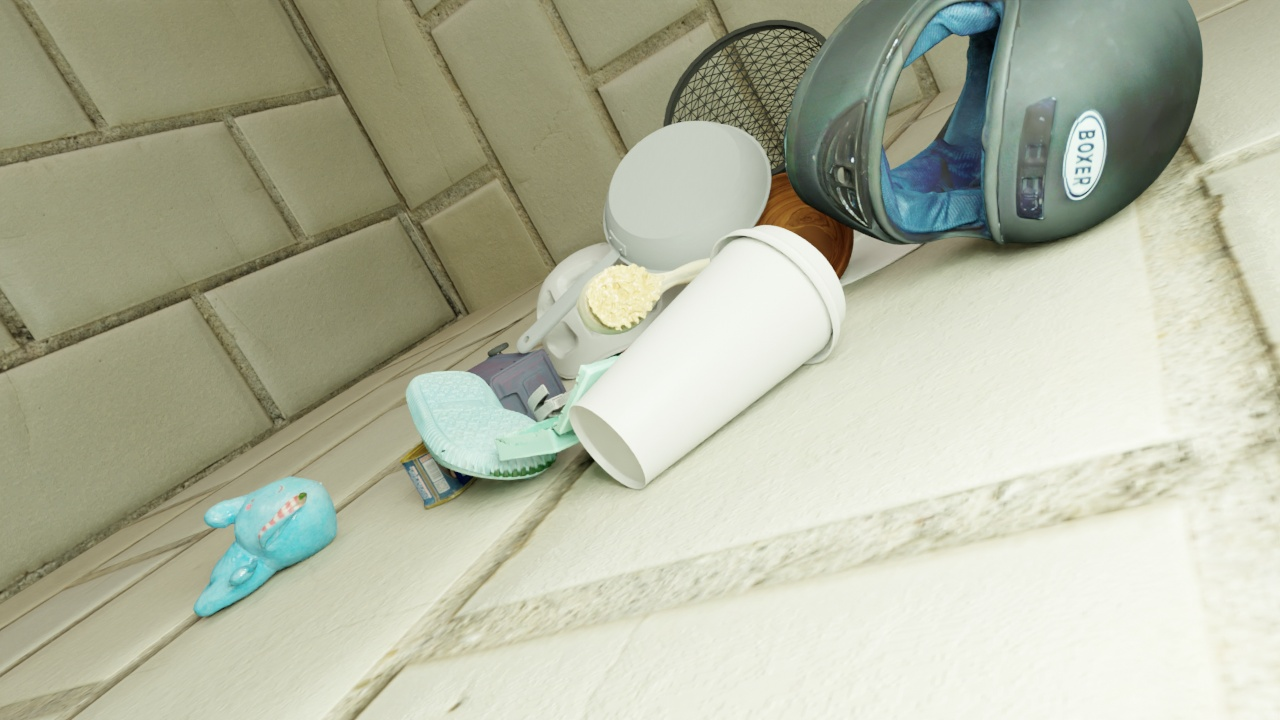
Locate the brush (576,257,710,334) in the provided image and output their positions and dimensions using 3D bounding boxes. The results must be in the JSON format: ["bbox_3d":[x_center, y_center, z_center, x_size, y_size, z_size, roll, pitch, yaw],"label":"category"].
[{"bbox_3d":[0.047,-0.083,0.889,0.077,0.062,0.271,-7,12,47],"label":"brush"}]

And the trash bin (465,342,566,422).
[{"bbox_3d":[-0.153,0.038,1.103,0.092,0.094,0.161,-33,14,-26],"label":"trash bin"}]

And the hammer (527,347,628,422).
[{"bbox_3d":[0.024,-0.022,0.887,0.316,0.036,0.126,-32,-11,18],"label":"hammer"}]

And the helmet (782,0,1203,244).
[{"bbox_3d":[0.303,-0.208,0.743,0.315,0.249,0.236,-33,41,-27],"label":"helmet"}]

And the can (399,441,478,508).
[{"bbox_3d":[-0.208,0.109,0.990,0.054,0.059,0.099,-22,13,25],"label":"can"}]

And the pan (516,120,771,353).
[{"bbox_3d":[-0.014,-0.137,1.024,0.356,0.051,0.200,-41,54,2],"label":"pan"}]

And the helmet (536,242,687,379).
[{"bbox_3d":[-0.036,-0.076,1.341,0.224,0.183,0.282,-20,-8,17],"label":"helmet"}]

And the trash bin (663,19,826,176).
[{"bbox_3d":[0.181,-0.256,1.146,0.217,0.216,0.243,-23,-29,22],"label":"trash bin"}]

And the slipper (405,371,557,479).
[{"bbox_3d":[-0.170,0.075,0.920,0.115,0.069,0.276,-2,17,-26],"label":"slipper"}]

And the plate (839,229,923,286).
[{"bbox_3d":[0.244,-0.132,1.085,0.229,0.030,0.229,-27,11,5],"label":"plate"}]

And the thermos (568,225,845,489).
[{"bbox_3d":[0.051,-0.001,0.730,0.221,0.131,0.132,-41,15,-24],"label":"thermos"}]

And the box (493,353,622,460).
[{"bbox_3d":[-0.028,0.034,0.813,0.138,0.057,0.186,-33,-7,34],"label":"box"}]

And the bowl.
[{"bbox_3d":[0.173,-0.126,1.005,0.148,0.147,0.068,-20,-16,33],"label":"bowl"}]

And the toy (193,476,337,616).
[{"bbox_3d":[-0.423,0.196,1.008,0.180,0.115,0.184,-44,6,-19],"label":"toy"}]
